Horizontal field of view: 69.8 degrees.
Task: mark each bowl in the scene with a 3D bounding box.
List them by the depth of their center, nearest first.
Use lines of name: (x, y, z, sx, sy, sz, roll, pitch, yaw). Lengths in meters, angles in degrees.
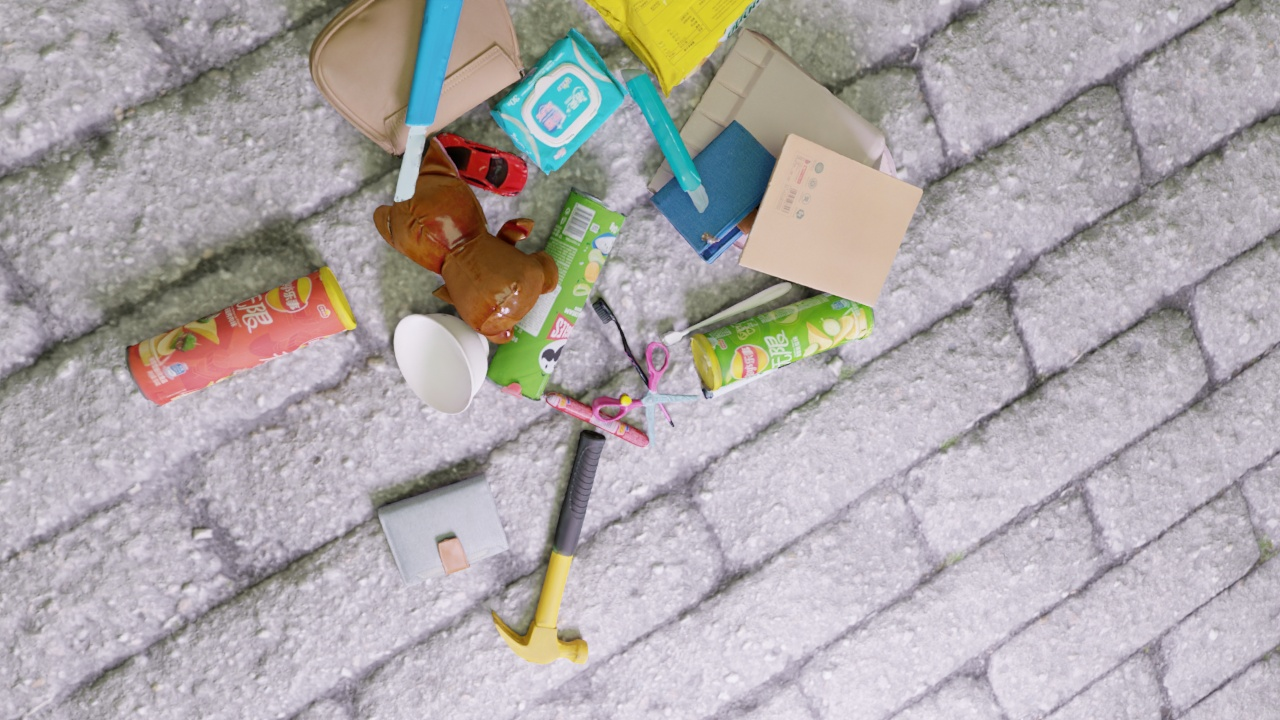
bowl: (-0.206, -0.008, 1.006, 0.064, 0.118, 0.118, -36, 114, -45)

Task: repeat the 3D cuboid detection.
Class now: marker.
marker: (0.136, 0.015, 1.138, 0.130, 0.018, 0.022, -22, 82, -9)

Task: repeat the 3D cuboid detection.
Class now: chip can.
chip can: (-0.411, -0.026, 0.951, 0.216, 0.073, 0.073, -23, 108, -8)
chip can: (-0.096, -0.071, 1.024, 0.072, 0.072, 0.236, 24, 96, -19)
chip can: (0.173, -0.030, 1.107, 0.221, 0.072, 0.072, -19, 107, -10)

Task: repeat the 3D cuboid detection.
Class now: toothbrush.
toothbrush: (-0.007, 0.006, 1.099, 0.018, 0.014, 0.189, -29, 109, 3)
toothbrush: (0.104, -0.058, 1.114, 0.180, 0.016, 0.016, -24, 110, -11)

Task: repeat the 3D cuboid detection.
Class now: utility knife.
utility knife: (-0.206, -0.258, 0.879, 0.034, 0.018, 0.218, 9, 101, -30)
utility knife: (0.029, -0.241, 0.998, 0.029, 0.013, 0.176, -28, 94, -1)

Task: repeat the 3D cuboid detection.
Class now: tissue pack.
tissue pack: (-0.086, -0.278, 0.989, 0.093, 0.050, 0.133, 44, 89, -19)

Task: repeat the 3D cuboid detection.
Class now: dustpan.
dustpan: (0.175, -0.217, 1.097, 0.273, 0.138, 0.222, 35, 94, 8)

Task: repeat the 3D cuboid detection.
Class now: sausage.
sausage: (-0.051, 0.070, 1.098, 0.155, 0.020, 0.020, 26, 95, -20)

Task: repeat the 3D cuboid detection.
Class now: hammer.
hammer: (-0.095, 0.231, 1.118, 0.128, 0.033, 0.301, 12, 100, -19)

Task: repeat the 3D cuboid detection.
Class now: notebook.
notebook: (0.214, -0.150, 1.019, 0.207, 0.008, 0.148, 13, 105, -32)

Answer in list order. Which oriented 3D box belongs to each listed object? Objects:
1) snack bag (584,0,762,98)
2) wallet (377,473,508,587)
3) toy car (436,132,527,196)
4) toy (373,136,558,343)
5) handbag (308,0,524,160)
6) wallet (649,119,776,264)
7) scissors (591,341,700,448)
snack bag: (0.065, -0.425, 0.987, 0.246, 0.068, 0.158, -45, 110, 0)
wallet: (-0.228, 0.201, 1.072, 0.129, 0.037, 0.106, -18, 106, -10)
toy car: (-0.173, -0.211, 0.993, 0.106, 0.031, 0.049, 16, 99, -20)
toy: (-0.181, -0.120, 0.957, 0.199, 0.130, 0.140, 44, 105, -2)
handbag: (-0.224, -0.308, 0.924, 0.204, 0.100, 0.148, -35, 117, -5)
wallet: (0.092, -0.187, 1.021, 0.133, 0.040, 0.106, -43, 74, 8)
scissors: (0.008, 0.042, 1.094, 0.133, 0.017, 0.134, -2, 102, -14)
